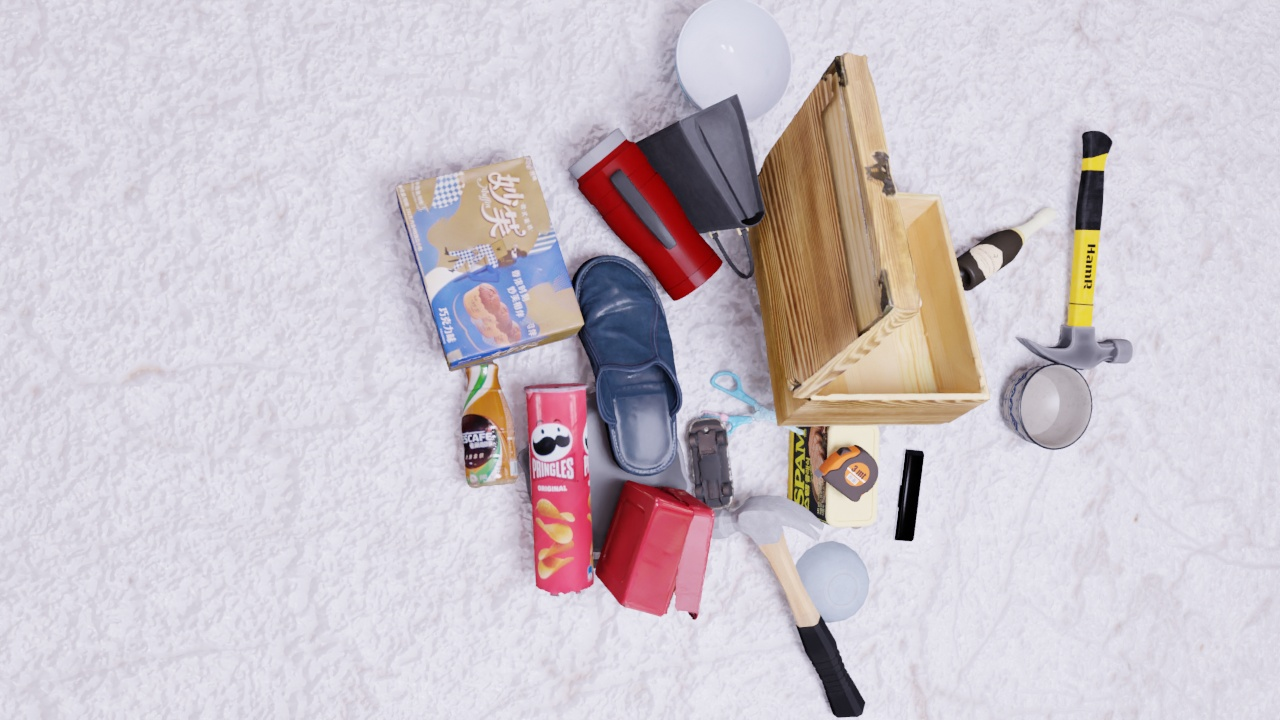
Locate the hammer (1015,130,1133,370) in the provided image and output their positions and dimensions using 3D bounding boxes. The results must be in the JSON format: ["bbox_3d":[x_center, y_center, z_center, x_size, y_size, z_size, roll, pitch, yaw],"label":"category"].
[{"bbox_3d":[0.605,-0.148,1.254,0.169,0.034,0.324,0,98,-14],"label":"hammer"}]

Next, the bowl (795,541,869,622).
[{"bbox_3d":[0.252,0.290,1.184,0.106,0.039,0.106,-1,92,-15],"label":"bowl"}]

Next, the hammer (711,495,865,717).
[{"bbox_3d":[0.205,0.313,1.150,0.131,0.039,0.328,-16,109,31],"label":"hammer"}]

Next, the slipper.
[{"bbox_3d":[-0.006,0.006,1.055,0.108,0.083,0.265,-12,93,-12],"label":"slipper"}]

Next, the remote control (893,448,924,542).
[{"bbox_3d":[0.359,0.180,1.224,0.028,0.012,0.124,7,90,-15],"label":"remote control"}]

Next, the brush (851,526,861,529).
[{"bbox_3d":[0.284,0.146,1.201,0.039,0.012,0.151,1,92,-16],"label":"brush"}]

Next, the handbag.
[{"bbox_3d":[0.085,-0.183,1.054,0.072,0.176,0.196,-28,102,-12],"label":"handbag"}]

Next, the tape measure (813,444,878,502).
[{"bbox_3d":[0.243,0.127,1.069,0.058,0.038,0.059,37,96,-13],"label":"tape measure"}]

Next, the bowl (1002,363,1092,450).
[{"bbox_3d":[0.544,0.061,1.245,0.115,0.059,0.115,-1,92,-15],"label":"bowl"}]

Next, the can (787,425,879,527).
[{"bbox_3d":[0.240,0.134,1.141,0.075,0.104,0.135,1,92,-15],"label":"can"}]

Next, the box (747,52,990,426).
[{"bbox_3d":[0.261,-0.107,0.984,0.286,0.337,0.278,-1,70,-13],"label":"box"}]

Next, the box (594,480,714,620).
[{"bbox_3d":[0.016,0.209,1.032,0.097,0.158,0.129,15,87,-10],"label":"box"}]

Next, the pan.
[{"bbox_3d":[-0.030,0.073,1.107,0.216,0.024,0.354,13,89,-15],"label":"pan"}]

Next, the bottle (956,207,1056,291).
[{"bbox_3d":[0.492,-0.156,1.231,0.184,0.045,0.045,-33,100,-19],"label":"bottle"}]

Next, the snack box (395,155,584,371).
[{"bbox_3d":[-0.168,-0.108,1.021,0.155,0.069,0.202,-16,85,-15],"label":"snack box"}]

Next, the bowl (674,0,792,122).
[{"bbox_3d":[0.101,-0.350,1.101,0.144,0.074,0.144,-1,92,-15],"label":"bowl"}]

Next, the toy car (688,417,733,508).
[{"bbox_3d":[0.088,0.126,1.132,0.048,0.040,0.113,-6,90,15],"label":"toy car"}]

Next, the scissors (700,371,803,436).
[{"bbox_3d":[0.142,0.052,1.144,0.142,0.015,0.095,-1,84,0],"label":"scissors"}]

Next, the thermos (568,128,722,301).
[{"bbox_3d":[0.007,-0.167,1.065,0.084,0.108,0.198,-38,102,5],"label":"thermos"}]

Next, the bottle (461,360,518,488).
[{"bbox_3d":[-0.176,0.061,1.051,0.059,0.059,0.167,-5,85,-15],"label":"bottle"}]

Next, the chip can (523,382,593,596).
[{"bbox_3d":[-0.091,0.144,1.043,0.073,0.073,0.233,-3,93,-15],"label":"chip can"}]
